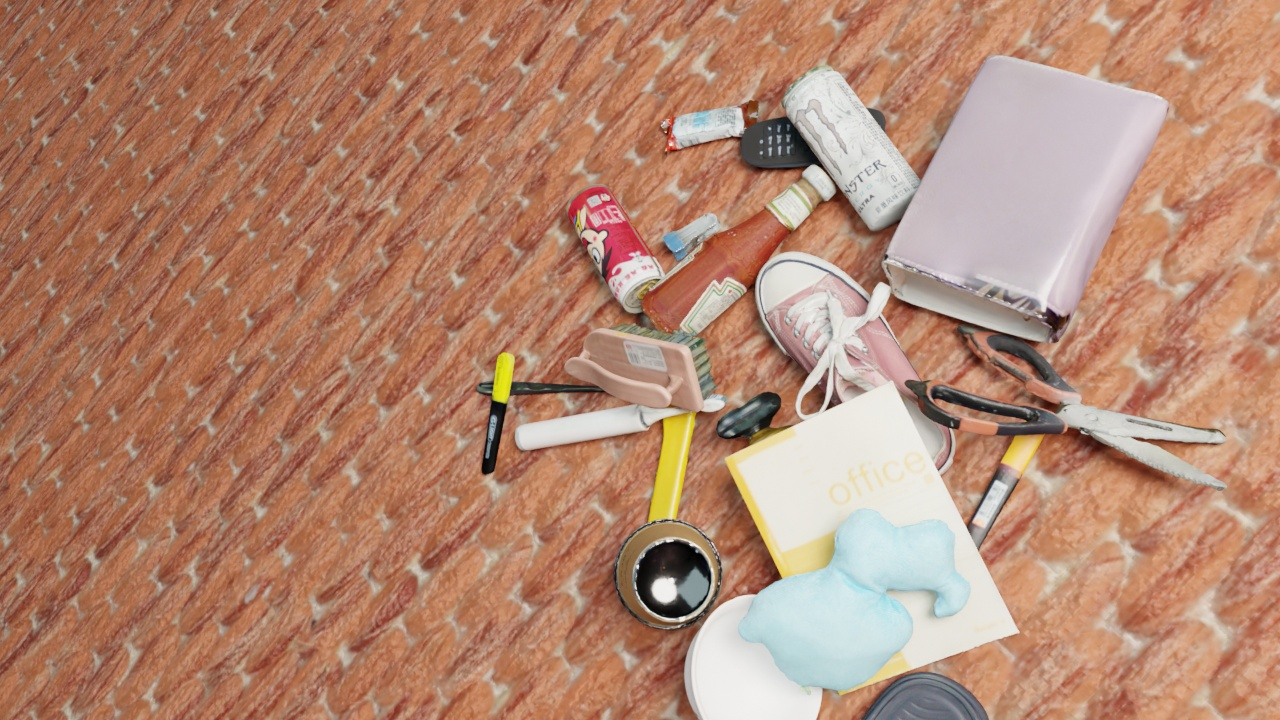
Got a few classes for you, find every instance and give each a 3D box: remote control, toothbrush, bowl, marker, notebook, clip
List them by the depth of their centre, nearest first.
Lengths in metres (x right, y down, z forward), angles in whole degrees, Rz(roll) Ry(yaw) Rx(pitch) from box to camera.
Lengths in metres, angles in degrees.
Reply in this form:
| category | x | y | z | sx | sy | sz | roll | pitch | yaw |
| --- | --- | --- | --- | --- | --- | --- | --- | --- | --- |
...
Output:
| category | x | y | z | sx | sy | sz | roll | pitch | yaw |
| --- | --- | --- | --- | --- | --- | --- | --- | --- | --- |
| notebook | 0.172 | 0.138 | 0.701 | 0.146 | 0.010 | 0.206 | -26 | 86 | 16 |
| marker | 0.278 | 0.099 | 0.708 | 0.018 | 0.015 | 0.124 | 29 | 89 | 33 |
| bowl | 0.075 | 0.246 | 0.716 | 0.065 | 0.118 | 0.118 | -34 | 52 | 56 |
| toothbrush | -0.021 | 0.056 | 0.849 | 0.221 | 0.027 | 0.026 | -12 | 24 | 29 |
| remote control | 0.163 | -0.207 | 0.865 | 0.137 | 0.024 | 0.053 | -1 | 76 | 23 |
| clip | 0.052 | -0.123 | 0.896 | 0.058 | 0.044 | 0.027 | -35 | 59 | 5 |
| toothbrush | -0.090 | 0.027 | 0.913 | 0.181 | 0.018 | 0.015 | -1 | 79 | 28 |
| marker | -0.145 | 0.053 | 0.922 | 0.018 | 0.015 | 0.124 | 5 | 83 | 34 |

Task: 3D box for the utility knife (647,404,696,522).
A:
| category | x | y | z | sx | sy | sz | roll | pitch | yaw |
| --- | --- | --- | --- | --- | --- | --- | --- | --- | --- |
| utility knife | 0.028 | 0.092 | 0.831 | 0.033 | 0.015 | 0.177 | 3 | 74 | 35 |

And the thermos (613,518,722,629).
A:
| category | x | y | z | sx | sy | sz | roll | pitch | yaw |
| --- | --- | --- | --- | --- | --- | --- | --- | --- | --- |
| thermos | 0.023 | 0.173 | 0.735 | 0.093 | 0.143 | 0.093 | 0 | 79 | 1 |

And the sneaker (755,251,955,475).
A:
| category | x | y | z | sx | sy | sz | roll | pitch | yaw |
| --- | --- | --- | --- | --- | --- | --- | --- | --- | --- |
| sneaker | 0.169 | -0.007 | 0.755 | 0.118 | 0.088 | 0.241 | -37 | 61 | 11 |

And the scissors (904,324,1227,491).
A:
| category | x | y | z | sx | sy | sz | roll | pitch | yaw |
| --- | --- | --- | --- | --- | --- | --- | --- | --- | --- |
| scissors | 0.309 | 0.034 | 0.681 | 0.188 | 0.015 | 0.224 | -13 | 42 | -16 |

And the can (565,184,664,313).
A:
| category | x | y | z | sx | sy | sz | roll | pitch | yaw |
| --- | --- | --- | --- | --- | --- | --- | --- | --- | --- |
| can | -0.023 | -0.111 | 0.906 | 0.053 | 0.053 | 0.132 | -36 | 61 | 10 |

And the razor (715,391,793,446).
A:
| category | x | y | z | sx | sy | sz | roll | pitch | yaw |
| --- | --- | --- | --- | --- | --- | --- | --- | --- | --- |
| razor | 0.140 | 0.085 | 0.758 | 0.167 | 0.062 | 0.068 | 36 | 120 | 26 |

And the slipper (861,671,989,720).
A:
| category | x | y | z | sx | sy | sz | roll | pitch | yaw |
| --- | --- | --- | --- | --- | --- | --- | --- | --- | --- |
| slipper | 0.153 | 0.342 | 0.644 | 0.111 | 0.083 | 0.268 | 27 | 84 | 33 |

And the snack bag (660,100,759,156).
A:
| category | x | y | z | sx | sy | sz | roll | pitch | yaw |
| --- | --- | --- | --- | --- | --- | --- | --- | --- | --- |
| snack bag | 0.068 | -0.235 | 0.921 | 0.105 | 0.026 | 0.045 | -6 | 61 | 23 |

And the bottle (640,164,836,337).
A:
| category | x | y | z | sx | sy | sz | roll | pitch | yaw |
| --- | --- | --- | --- | --- | --- | --- | --- | --- | --- |
| bottle | 0.091 | -0.099 | 0.844 | 0.206 | 0.059 | 0.059 | -42 | 60 | 7 |

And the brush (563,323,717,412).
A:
| category | x | y | z | sx | sy | sz | roll | pitch | yaw |
| --- | --- | --- | --- | --- | --- | --- | --- | --- | --- |
| brush | -0.005 | 0.005 | 0.821 | 0.072 | 0.063 | 0.146 | -35 | 33 | -32 |

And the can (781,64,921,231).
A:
| category | x | y | z | sx | sy | sz | roll | pitch | yaw |
| --- | --- | --- | --- | --- | --- | --- | --- | --- | --- |
| can | 0.187 | -0.187 | 0.807 | 0.058 | 0.058 | 0.146 | -35 | 76 | 11 |

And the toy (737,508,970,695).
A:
| category | x | y | z | sx | sy | sz | roll | pitch | yaw |
| --- | --- | --- | --- | --- | --- | --- | --- | --- | --- |
| toy | 0.156 | 0.183 | 0.677 | 0.161 | 0.049 | 0.156 | 8 | 99 | 6 |

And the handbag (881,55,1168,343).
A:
| category | x | y | z | sx | sy | sz | roll | pitch | yaw |
| --- | --- | --- | --- | --- | --- | --- | --- | --- | --- |
| handbag | 0.301 | -0.125 | 0.726 | 0.145 | 0.098 | 0.197 | 25 | 83 | 32 |
